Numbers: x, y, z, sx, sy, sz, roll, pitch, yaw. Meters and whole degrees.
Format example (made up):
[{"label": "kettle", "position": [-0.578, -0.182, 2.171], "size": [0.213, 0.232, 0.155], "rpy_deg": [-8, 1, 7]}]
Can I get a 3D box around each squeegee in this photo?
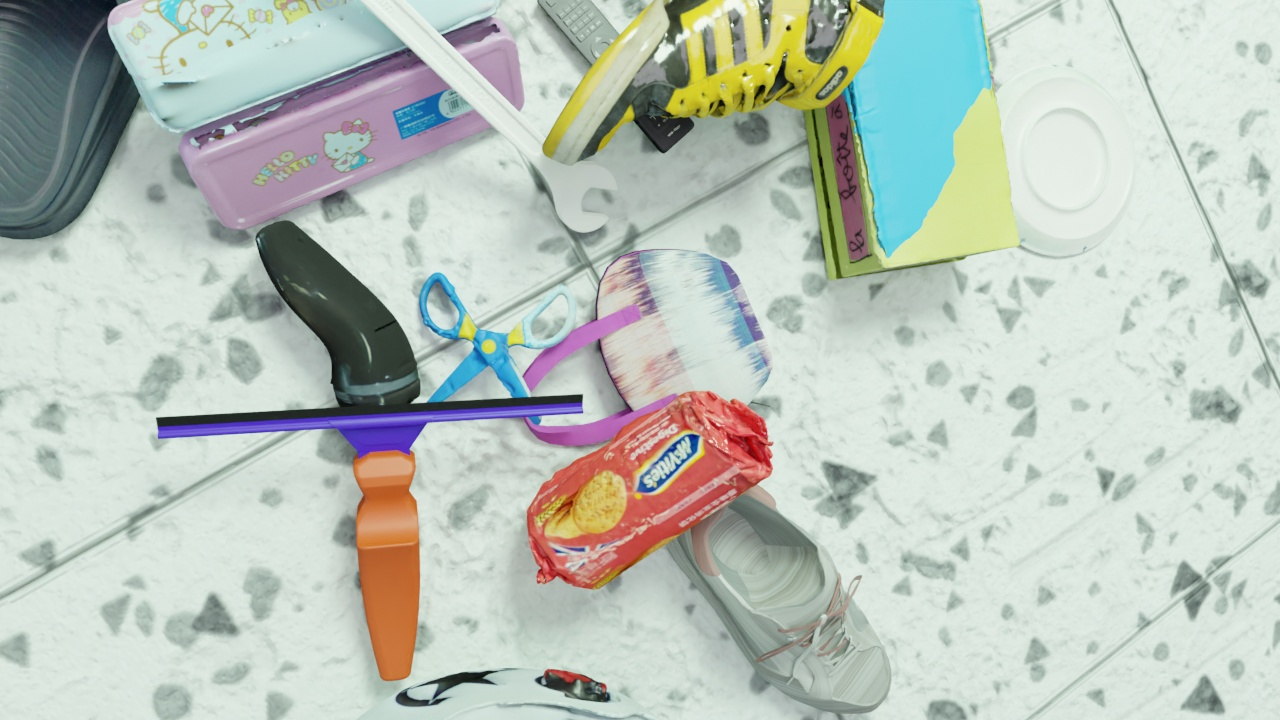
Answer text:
[{"label": "squeegee", "position": [-0.161, 0.116, 0.586], "size": [0.249, 0.055, 0.185], "rpy_deg": [-3, 100, -15]}]

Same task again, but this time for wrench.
[{"label": "wrench", "position": [-0.105, -0.168, 0.560], "size": [0.047, 0.009, 0.273], "rpy_deg": [-48, 130, 3]}]

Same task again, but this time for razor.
[{"label": "razor", "position": [-0.196, -0.024, 0.584], "size": [0.064, 0.052, 0.140], "rpy_deg": [-36, 94, 21]}]

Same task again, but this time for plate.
[{"label": "plate", "position": [0.342, -0.163, 0.744], "size": [0.157, 0.014, 0.157], "rpy_deg": [0, 90, -16]}]

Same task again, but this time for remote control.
[{"label": "remote control", "position": [-0.018, -0.206, 0.644], "size": [0.032, 0.015, 0.136], "rpy_deg": [-43, 99, -11]}]

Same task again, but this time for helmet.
[{"label": "helmet", "position": [-0.084, 0.294, 0.559], "size": [0.263, 0.164, 0.236], "rpy_deg": [-1, 95, -22]}]

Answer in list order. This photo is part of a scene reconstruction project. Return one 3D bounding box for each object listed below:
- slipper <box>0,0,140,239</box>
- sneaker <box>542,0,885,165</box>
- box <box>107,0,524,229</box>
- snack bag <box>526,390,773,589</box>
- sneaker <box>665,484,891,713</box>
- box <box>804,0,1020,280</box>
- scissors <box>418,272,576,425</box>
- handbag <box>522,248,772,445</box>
[{"label": "slipper", "position": [-0.337, -0.202, 0.522], "size": [0.110, 0.083, 0.268], "rpy_deg": [20, 86, -13]}, {"label": "sneaker", "position": [0.054, -0.184, 0.577], "size": [0.122, 0.086, 0.238], "rpy_deg": [43, 88, -9]}, {"label": "box", "position": [-0.180, -0.175, 0.550], "size": [0.214, 0.051, 0.149], "rpy_deg": [-27, 131, -13]}, {"label": "snack bag", "position": [0.004, 0.080, 0.599], "size": [0.176, 0.082, 0.082], "rpy_deg": [-36, 100, 12]}, {"label": "sneaker", "position": [0.109, 0.173, 0.646], "size": [0.099, 0.089, 0.236], "rpy_deg": [-45, 101, -11]}, {"label": "box", "position": [0.190, -0.178, 0.672], "size": [0.124, 0.082, 0.221], "rpy_deg": [-12, 91, -16]}, {"label": "scissors", "position": [-0.097, -0.012, 0.608], "size": [0.130, 0.014, 0.125], "rpy_deg": [-33, 82, 3]}, {"label": "handbag", "position": [-0.004, 0.004, 0.633], "size": [0.170, 0.068, 0.144], "rpy_deg": [-25, 98, -7]}]
